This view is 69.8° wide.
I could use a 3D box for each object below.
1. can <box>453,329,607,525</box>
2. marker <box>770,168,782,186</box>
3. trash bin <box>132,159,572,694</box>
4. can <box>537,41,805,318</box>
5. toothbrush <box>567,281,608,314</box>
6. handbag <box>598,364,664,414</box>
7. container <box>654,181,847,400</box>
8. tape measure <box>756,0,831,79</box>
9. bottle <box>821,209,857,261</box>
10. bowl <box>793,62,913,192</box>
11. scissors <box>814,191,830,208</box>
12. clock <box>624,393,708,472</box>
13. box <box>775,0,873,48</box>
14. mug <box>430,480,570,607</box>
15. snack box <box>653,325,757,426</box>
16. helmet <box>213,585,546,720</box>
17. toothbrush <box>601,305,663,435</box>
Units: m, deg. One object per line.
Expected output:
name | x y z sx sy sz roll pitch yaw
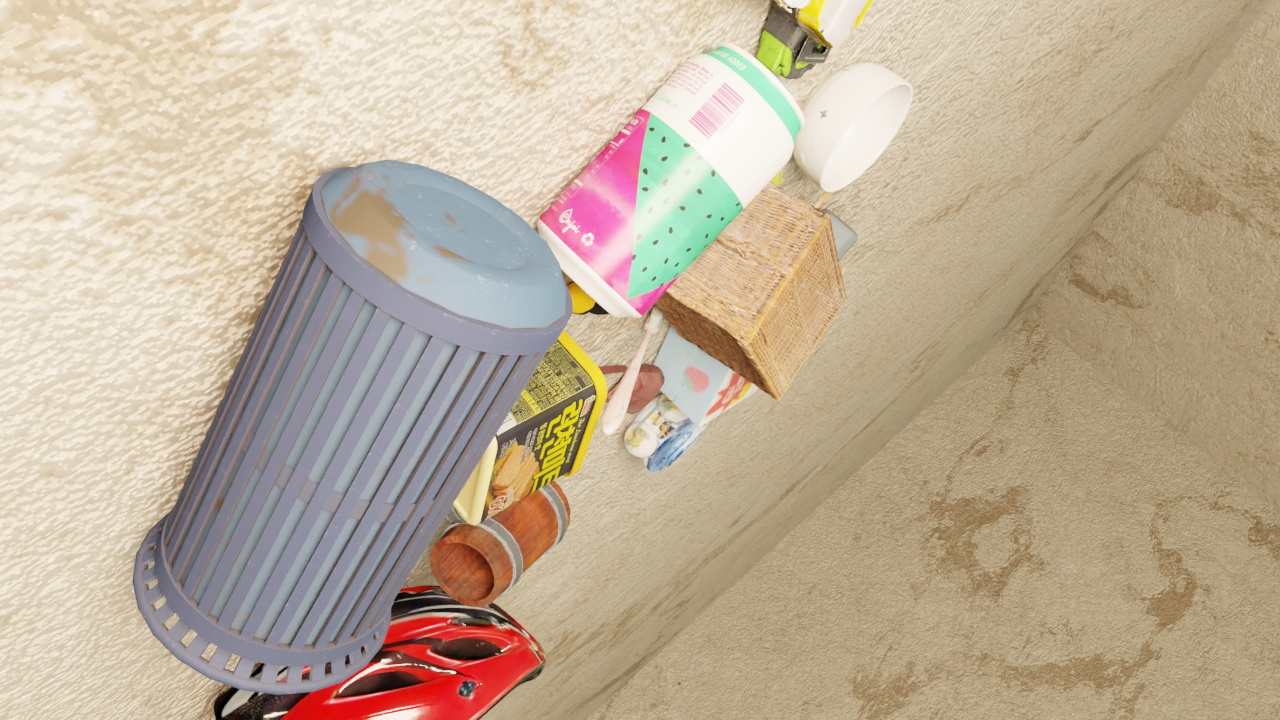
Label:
can | -0.095 0.051 0.686 0.100 0.072 0.131 -27 154 -34
marker | 0.112 -0.138 0.801 0.021 0.017 0.124 -42 161 -9
trash bin | -0.143 0.032 0.463 0.139 0.139 0.250 -10 138 -58
can | 0.018 -0.109 0.569 0.166 0.088 0.088 -46 160 3
toothbrush | -0.041 -0.043 0.630 0.196 0.031 0.031 -22 111 -70
handbag | -0.023 0.022 0.841 0.055 0.029 0.119 -48 155 14
container | 0.085 -0.060 0.736 0.112 0.114 0.198 -54 158 -4
tape measure | 0.109 -0.219 0.611 0.058 0.036 0.066 -30 155 -37
bottle | 0.151 -0.079 0.936 0.161 0.046 0.072 -49 178 17
bowl | 0.165 -0.194 0.744 0.104 0.054 0.105 -36 157 -19
scissors | 0.147 -0.125 0.872 0.126 0.011 0.128 -51 174 33
clock | 0.026 0.072 0.990 0.089 0.052 0.125 -44 160 -2
box | 0.140 -0.289 0.515 0.127 0.023 0.210 6 118 -57
mug | -0.123 0.132 0.772 0.110 0.082 0.117 -42 123 -59
snack box | 0.076 -0.005 0.897 0.094 0.079 0.093 -27 153 -40
helmet | -0.210 0.282 0.760 0.271 0.167 0.218 -20 165 -31
toothbrush | -0.004 0.004 0.739 0.180 0.015 0.018 -67 180 -56
